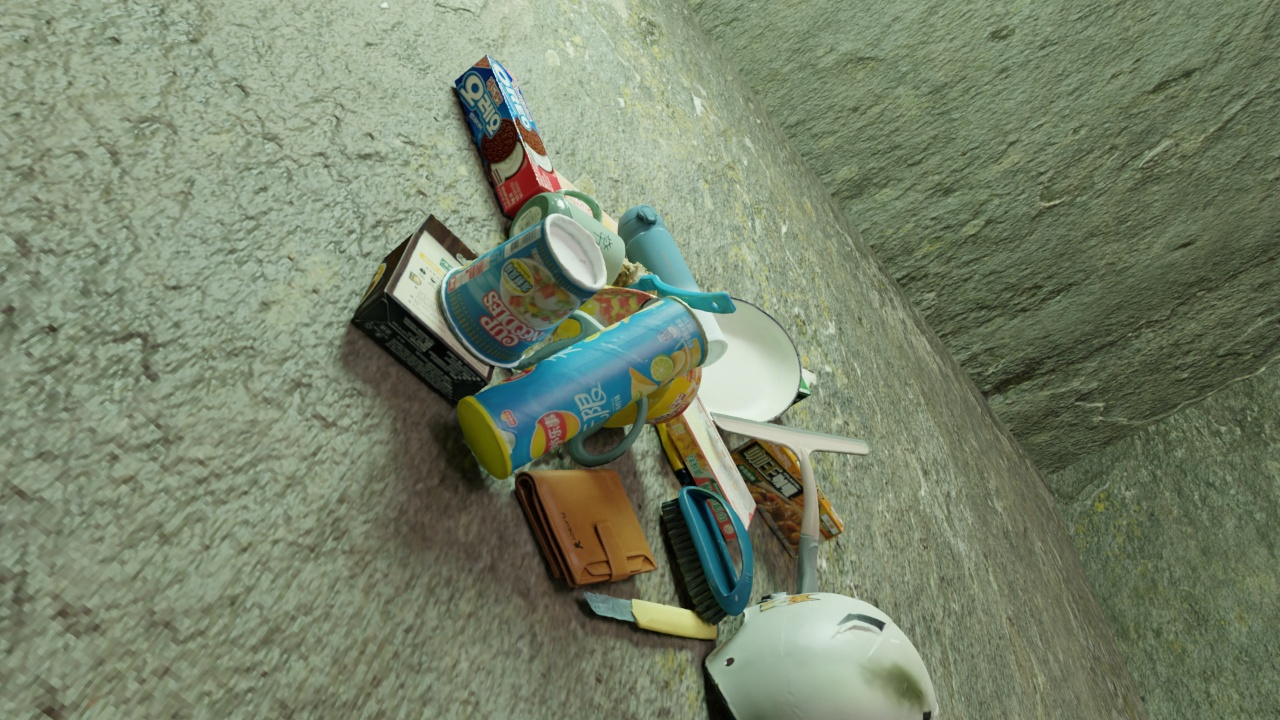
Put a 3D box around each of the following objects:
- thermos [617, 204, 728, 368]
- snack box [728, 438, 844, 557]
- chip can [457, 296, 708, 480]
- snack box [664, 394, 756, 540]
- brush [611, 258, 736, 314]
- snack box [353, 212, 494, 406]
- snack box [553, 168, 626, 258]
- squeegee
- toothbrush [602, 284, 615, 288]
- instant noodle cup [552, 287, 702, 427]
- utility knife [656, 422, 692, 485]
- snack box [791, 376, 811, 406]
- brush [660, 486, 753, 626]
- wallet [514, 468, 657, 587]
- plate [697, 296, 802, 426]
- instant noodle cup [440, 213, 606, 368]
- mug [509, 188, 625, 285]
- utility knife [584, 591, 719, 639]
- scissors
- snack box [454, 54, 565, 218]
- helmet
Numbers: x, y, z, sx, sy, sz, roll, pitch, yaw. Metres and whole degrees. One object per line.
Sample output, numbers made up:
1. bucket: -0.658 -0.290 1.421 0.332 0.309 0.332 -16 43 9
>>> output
1. thermos: 0.033 -0.093 1.116 0.070 0.070 0.220 18 42 -55
2. snack box: 0.176 0.162 1.127 0.153 0.075 0.026 54 24 -3
3. chip can: -0.043 0.018 0.760 0.209 0.071 0.071 -29 84 -28
4. snack box: 0.081 0.118 1.035 0.156 0.027 0.076 62 21 -6
5. brush: 0.021 -0.076 1.011 0.255 0.045 0.083 19 -32 58
6. snack box: -0.166 -0.044 0.769 0.113 0.053 0.125 45 25 -25
7. snack box: -0.078 -0.177 1.141 0.157 0.026 0.084 36 31 -37
8. squeegee: 0.188 0.193 1.049 0.247 0.040 0.249 11 71 -32
9. toothbrush: -0.040 -0.071 0.950 0.190 0.017 0.015 16 37 3
10. instant noodle cup: -0.005 0.005 0.923 0.109 0.138 0.138 23 39 -63
11. utility knife: 0.024 0.063 1.039 0.033 0.015 0.170 19 44 -59
12. snack box: 0.148 0.001 1.295 0.239 0.063 0.114 17 45 -55
13. brush: 0.072 0.182 0.899 0.055 0.074 0.143 36 25 -45
14. wallet: -0.044 0.143 0.793 0.131 0.031 0.107 10 49 -57
15. plate: 0.103 0.006 1.136 0.192 0.039 0.192 7 56 -11
16. instant noodle cup: -0.090 -0.062 0.745 0.099 0.110 0.099 38 34 -32
17. mug: -0.078 -0.138 1.000 0.106 0.082 0.111 32 62 -37
18. utility knife: 0.018 0.226 0.815 0.212 0.022 0.031 36 29 -52
19. scissors: -0.038 0.021 0.842 0.019 0.170 0.180 74 9 -78
20. snack box: -0.153 -0.255 1.061 0.057 0.058 0.207 20 42 -57
21. helmet: 0.196 0.316 0.867 0.273 0.157 0.230 7 53 -60
